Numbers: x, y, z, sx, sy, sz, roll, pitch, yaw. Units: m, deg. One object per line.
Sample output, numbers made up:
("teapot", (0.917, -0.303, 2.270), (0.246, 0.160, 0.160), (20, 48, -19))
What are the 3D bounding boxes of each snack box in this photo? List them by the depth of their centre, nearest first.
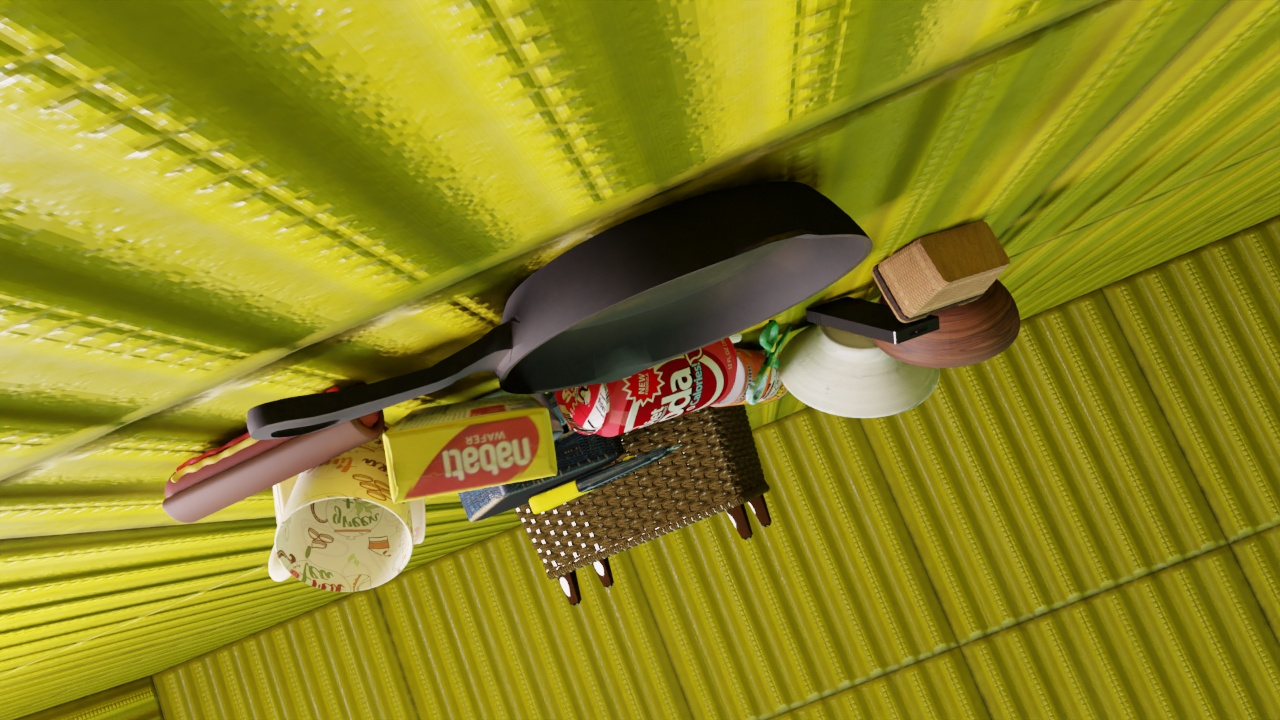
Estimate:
("snack box", (-0.110, 0.051, 0.599), (0.092, 0.042, 0.201), (-9, -178, -10))

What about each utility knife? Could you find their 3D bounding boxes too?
("utility knife", (-0.036, 0.120, 0.955), (0.171, 0.020, 0.029), (-23, 171, 5))

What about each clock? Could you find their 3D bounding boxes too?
("clock", (-0.104, 0.054, 0.778), (0.124, 0.051, 0.089), (-15, 167, -41))

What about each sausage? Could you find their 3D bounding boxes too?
("sausage", (-0.226, 0.056, 0.562), (0.156, 0.040, 0.040), (-24, 170, 13))

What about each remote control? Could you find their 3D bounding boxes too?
("remote control", (0.227, -0.041, 0.908), (0.058, 0.013, 0.133), (-18, -160, -23))

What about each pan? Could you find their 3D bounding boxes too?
("pan", (-0.037, -0.025, 0.515), (0.355, 0.043, 0.249), (-16, 170, -24))

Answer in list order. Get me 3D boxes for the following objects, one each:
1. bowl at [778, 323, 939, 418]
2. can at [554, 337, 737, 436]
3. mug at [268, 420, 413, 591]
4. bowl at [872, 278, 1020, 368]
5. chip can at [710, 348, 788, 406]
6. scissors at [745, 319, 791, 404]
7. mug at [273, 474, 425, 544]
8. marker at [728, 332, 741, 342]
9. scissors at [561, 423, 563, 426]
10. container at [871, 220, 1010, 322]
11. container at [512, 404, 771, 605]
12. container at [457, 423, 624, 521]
("bowl", (0.240, -0.015, 1.009), (0.176, 0.176, 0.058), (-19, 129, -16))
("can", (0.008, 0.011, 0.721), (0.142, 0.074, 0.075), (-14, 168, -40))
("mug", (-0.202, 0.099, 0.602), (0.122, 0.097, 0.081), (-41, 122, 17))
("bowl", (0.309, -0.063, 0.937), (0.147, 0.069, 0.147), (-10, -146, 7))
("chip can", (0.118, 0.018, 1.039), (0.062, 0.062, 0.210), (-25, 170, 20))
("scissors", (0.136, 0.003, 0.968), (0.012, 0.119, 0.128), (19, 173, 20))
("mug", (-0.235, 0.107, 0.729), (0.104, 0.085, 0.111), (-7, -166, -26))
("marker", (0.057, -0.018, 0.850), (0.014, 0.014, 0.132), (-28, 169, 34))
("scissors", (-0.082, 0.063, 0.876), (0.086, 0.015, 0.134), (-22, -165, 43))
("container", (0.283, -0.086, 0.851), (0.113, 0.063, 0.061), (-17, 162, -28))
("container", (0.006, 0.175, 1.227), (0.322, 0.205, 0.176), (-25, 170, 17))
("container", (-0.117, 0.112, 1.006), (0.145, 0.071, 0.188), (-17, 169, -26))
